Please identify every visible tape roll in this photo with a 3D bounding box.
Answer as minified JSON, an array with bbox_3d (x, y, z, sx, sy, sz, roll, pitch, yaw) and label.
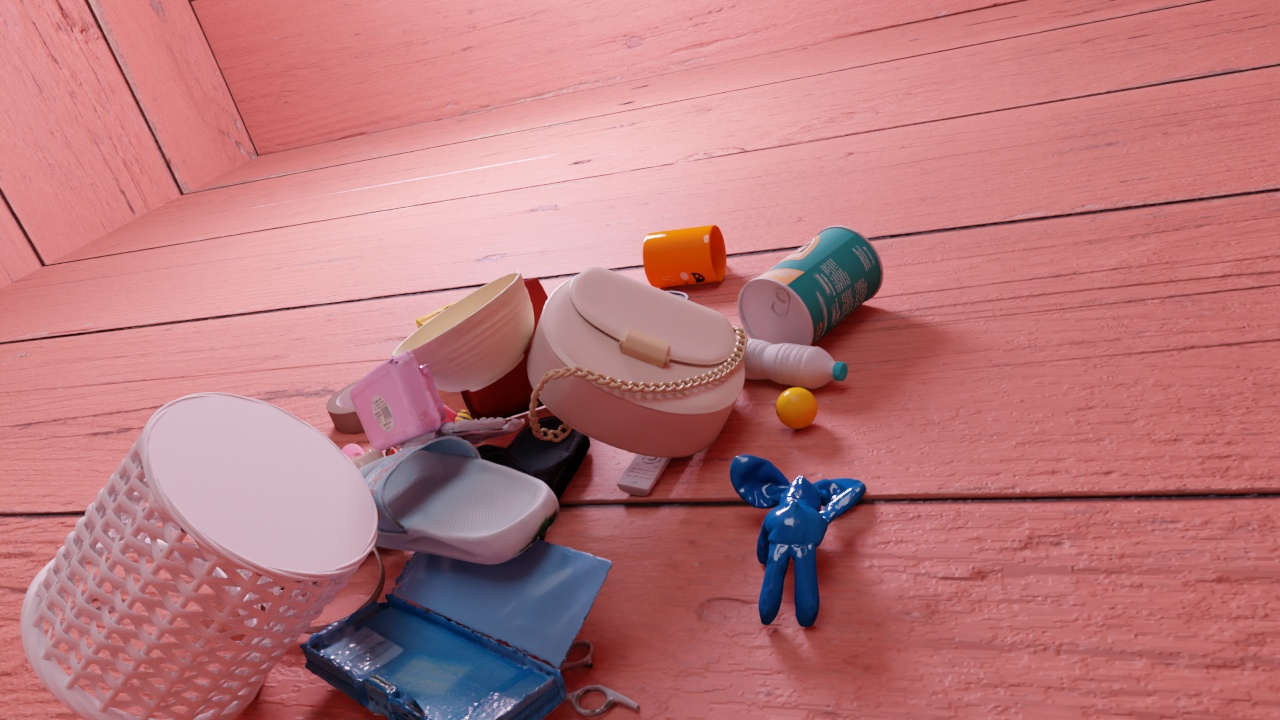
[{"bbox_3d":[-0.347,0.054,1.161,0.094,0.030,0.093,-13,27,6],"label":"tape roll"}]

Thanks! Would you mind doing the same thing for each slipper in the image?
[{"bbox_3d":[-0.168,0.107,0.769,0.246,0.074,0.103,3,37,42],"label":"slipper"},{"bbox_3d":[-0.131,0.116,0.864,0.109,0.083,0.264,-1,34,23],"label":"slipper"}]

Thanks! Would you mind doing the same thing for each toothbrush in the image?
[{"bbox_3d":[-0.316,0.117,1.038,0.021,0.016,0.135,-28,29,-22],"label":"toothbrush"}]

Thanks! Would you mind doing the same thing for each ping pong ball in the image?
[{"bbox_3d":[0.151,0.046,0.890,0.040,0.040,0.040,-13,27,6],"label":"ping pong ball"}]

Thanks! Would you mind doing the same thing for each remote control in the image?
[{"bbox_3d":[0.019,0.089,0.910,0.033,0.012,0.130,7,34,25],"label":"remote control"}]

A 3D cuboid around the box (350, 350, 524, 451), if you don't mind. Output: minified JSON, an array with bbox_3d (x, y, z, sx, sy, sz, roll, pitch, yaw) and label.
[{"bbox_3d":[-0.197,0.045,0.879,0.101,0.111,0.202,-22,1,-29],"label":"box"}]

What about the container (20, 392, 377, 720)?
[{"bbox_3d":[-0.332,0.153,0.704,0.187,0.189,0.189,-48,21,17],"label":"container"}]

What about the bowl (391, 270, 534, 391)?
[{"bbox_3d":[-0.164,-0.018,0.921,0.151,0.075,0.150,-30,16,10],"label":"bowl"}]

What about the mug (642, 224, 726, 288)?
[{"bbox_3d":[0.068,-0.143,1.279,0.096,0.077,0.112,-4,1,23],"label":"mug"}]

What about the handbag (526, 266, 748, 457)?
[{"bbox_3d":[-0.005,0.005,0.926,0.210,0.104,0.208,21,36,-3],"label":"handbag"}]

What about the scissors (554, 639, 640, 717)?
[{"bbox_3d":[-0.084,0.248,0.660,0.152,0.014,0.131,-26,28,-25],"label":"scissors"}]

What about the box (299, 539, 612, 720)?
[{"bbox_3d":[-0.139,0.207,0.704,0.232,0.060,0.174,5,42,45],"label":"box"}]

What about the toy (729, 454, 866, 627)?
[{"bbox_3d":[0.118,0.128,0.724,0.113,0.071,0.175,5,31,14],"label":"toy"}]

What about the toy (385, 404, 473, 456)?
[{"bbox_3d":[-0.239,0.081,1.032,0.103,0.046,0.084,-5,40,2],"label":"toy"}]

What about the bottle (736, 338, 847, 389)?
[{"bbox_3d":[0.153,0.003,0.968,0.136,0.044,0.044,9,36,40],"label":"bottle"}]

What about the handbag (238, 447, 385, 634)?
[{"bbox_3d":[-0.302,0.187,0.874,0.175,0.062,0.198,-24,36,-16],"label":"handbag"}]

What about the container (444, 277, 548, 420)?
[{"bbox_3d":[-0.147,0.001,1.087,0.148,0.201,0.127,-19,63,-5],"label":"container"}]

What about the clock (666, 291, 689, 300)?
[{"bbox_3d":[0.025,-0.047,1.122,0.103,0.056,0.148,-21,21,-30],"label":"clock"}]

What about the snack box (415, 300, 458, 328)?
[{"bbox_3d":[-0.227,-0.032,1.202,0.105,0.084,0.061,-27,29,-23],"label":"snack box"}]

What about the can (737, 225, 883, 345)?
[{"bbox_3d":[0.194,-0.079,1.042,0.099,0.099,0.143,14,39,45],"label":"can"}]
